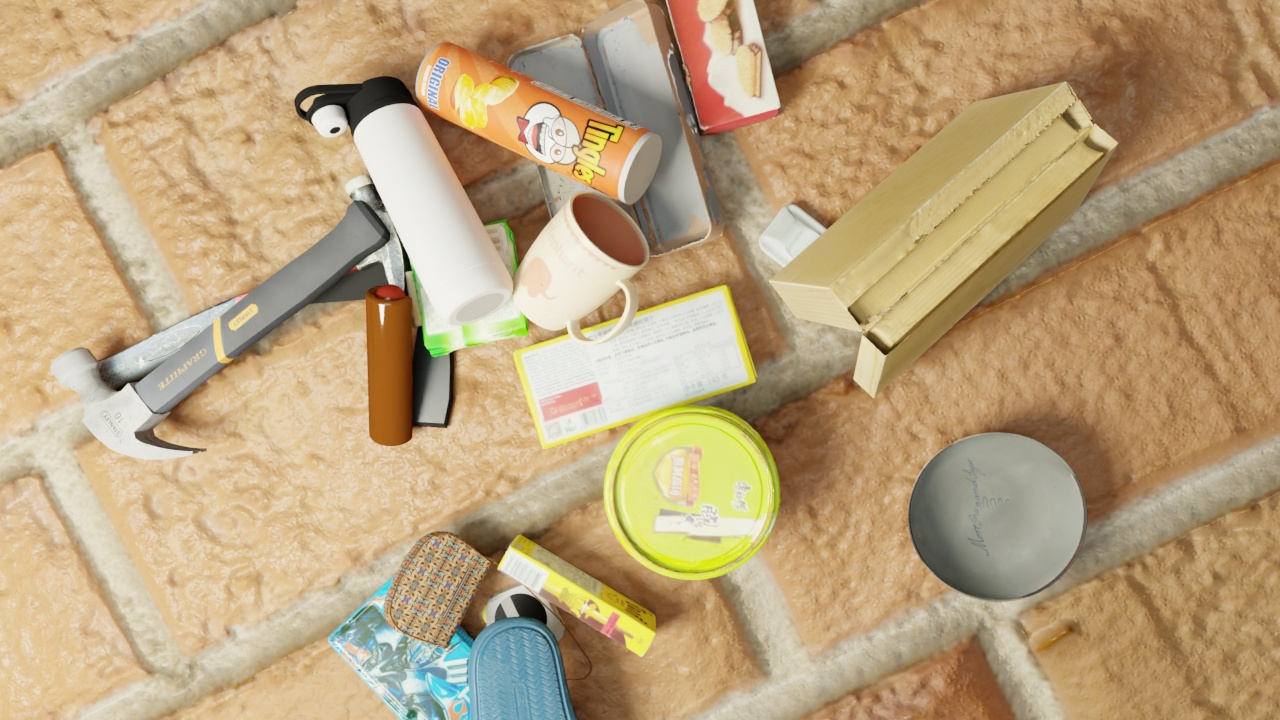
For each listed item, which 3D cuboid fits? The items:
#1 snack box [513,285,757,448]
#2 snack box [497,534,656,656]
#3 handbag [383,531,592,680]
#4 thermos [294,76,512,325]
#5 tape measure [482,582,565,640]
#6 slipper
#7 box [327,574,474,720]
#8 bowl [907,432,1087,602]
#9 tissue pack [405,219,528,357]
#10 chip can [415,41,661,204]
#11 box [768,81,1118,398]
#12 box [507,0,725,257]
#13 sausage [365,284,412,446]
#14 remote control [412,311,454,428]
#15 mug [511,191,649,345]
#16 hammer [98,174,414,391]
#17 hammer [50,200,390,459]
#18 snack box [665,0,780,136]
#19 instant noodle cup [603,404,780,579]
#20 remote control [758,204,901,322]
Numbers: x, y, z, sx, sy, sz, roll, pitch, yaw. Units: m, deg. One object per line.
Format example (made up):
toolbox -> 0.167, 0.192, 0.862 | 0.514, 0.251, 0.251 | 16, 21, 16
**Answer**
snack box -> -0.005, 0.005, 0.820 | 0.201, 0.042, 0.092 | -18, 91, 3
snack box -> -0.055, 0.208, 0.821 | 0.149, 0.061, 0.025 | 31, 90, 1
handbag -> -0.128, 0.231, 0.820 | 0.195, 0.043, 0.093 | 31, 70, -12
thermos -> -0.199, -0.137, 0.775 | 0.101, 0.069, 0.230 | -21, 75, -29
tape measure -> -0.109, 0.240, 0.847 | 0.064, 0.016, 0.065 | -26, 91, 3
slipper -> -0.100, 0.323, 0.789 | 0.103, 0.059, 0.214 | -11, 95, -12
box -> -0.168, 0.309, 0.842 | 0.090, 0.066, 0.243 | -43, 90, -18
bowl -> 0.305, 0.132, 0.807 | 0.151, 0.056, 0.150 | 0, 92, 2
tissue pack -> -0.155, -0.066, 0.818 | 0.099, 0.034, 0.114 | -11, 83, -3
chip can -> -0.088, -0.203, 0.779 | 0.210, 0.062, 0.062 | 28, 93, 15
box -> 0.251, -0.101, 0.747 | 0.248, 0.141, 0.148 | -42, 94, -4
box -> -0.024, -0.190, 0.811 | 0.157, 0.063, 0.216 | -17, 92, 11
sausage -> -0.220, 0.006, 0.806 | 0.040, 0.040, 0.156 | 8, 118, 2
remote control -> -0.191, 0.000, 0.842 | 0.039, 0.010, 0.124 | 3, 92, 2
mug -> -0.049, -0.067, 0.772 | 0.105, 0.085, 0.111 | -40, 74, 33
hammer -> -0.358, -0.037, 0.836 | 0.326, 0.036, 0.140 | -25, 90, 3
hammer -> -0.354, -0.034, 0.803 | 0.312, 0.035, 0.139 | -38, 89, 3
snack box -> 0.053, -0.339, 0.802 | 0.076, 0.044, 0.273 | -14, 92, 3
instant noodle cup -> 0.044, 0.109, 0.795 | 0.146, 0.098, 0.146 | 0, 92, 2
remote control -> 0.170, -0.083, 0.819 | 0.133, 0.022, 0.050 | 38, 93, 0
